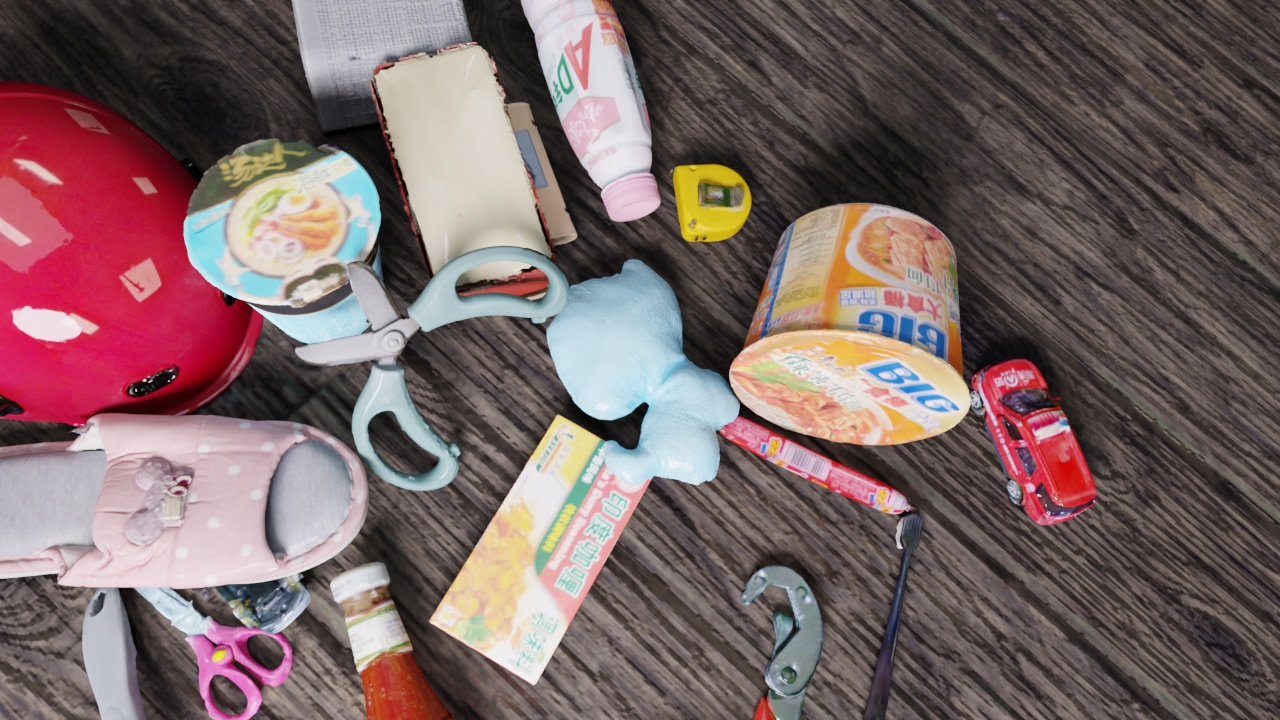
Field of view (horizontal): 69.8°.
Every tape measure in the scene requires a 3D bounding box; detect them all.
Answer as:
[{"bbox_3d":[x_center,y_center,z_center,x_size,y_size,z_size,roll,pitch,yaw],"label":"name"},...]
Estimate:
[{"bbox_3d":[0.054,-0.119,0.684,0.057,0.029,0.060,-4,73,-9],"label":"tape measure"}]

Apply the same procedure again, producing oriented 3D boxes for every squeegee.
[{"bbox_3d":[-0.279,0.236,0.515,0.246,0.039,0.246,-28,70,1],"label":"squeegee"}]

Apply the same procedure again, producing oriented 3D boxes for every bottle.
[{"bbox_3d":[-0.135,0.221,0.540,0.059,0.060,0.206,-20,75,-12],"label":"bottle"},{"bbox_3d":[-0.033,-0.200,0.683,0.068,0.068,0.197,-15,79,-11],"label":"bottle"}]

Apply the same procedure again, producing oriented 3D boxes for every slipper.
[{"bbox_3d":[-0.302,0.082,0.549,0.274,0.054,0.114,-1,59,1],"label":"slipper"}]

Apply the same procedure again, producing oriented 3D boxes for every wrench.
[{"bbox_3d":[0.073,0.265,0.572,0.056,0.016,0.273,11,71,1],"label":"wrench"}]

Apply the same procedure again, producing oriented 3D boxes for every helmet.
[{"bbox_3d":[-0.365,-0.072,0.565,0.240,0.144,0.206,29,70,2],"label":"helmet"}]

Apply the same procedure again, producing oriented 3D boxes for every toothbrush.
[{"bbox_3d":[0.163,0.190,0.608,0.015,0.018,0.180,18,73,-8],"label":"toothbrush"}]

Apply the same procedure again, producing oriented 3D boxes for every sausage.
[{"bbox_3d":[0.119,0.073,0.636,0.156,0.020,0.020,25,71,2],"label":"sausage"}]

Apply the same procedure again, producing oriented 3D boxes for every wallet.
[{"bbox_3d":[-0.106,-0.130,0.674,0.087,0.024,0.115,-16,77,-16],"label":"wallet"}]

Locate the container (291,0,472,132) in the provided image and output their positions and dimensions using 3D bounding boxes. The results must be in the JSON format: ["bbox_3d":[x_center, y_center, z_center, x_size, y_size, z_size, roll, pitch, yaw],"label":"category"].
[{"bbox_3d":[-0.183,-0.229,0.662,0.114,0.090,0.090,-11,74,-13],"label":"container"}]

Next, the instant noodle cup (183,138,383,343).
[{"bbox_3d":[-0.214,-0.063,0.588,0.111,0.121,0.111,2,71,-6],"label":"instant noodle cup"}]

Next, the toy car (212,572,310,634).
[{"bbox_3d":[-0.243,0.131,0.569,0.090,0.034,0.042,34,70,20],"label":"toy car"}]

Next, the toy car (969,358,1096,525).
[{"bbox_3d":[0.279,0.054,0.648,0.053,0.045,0.120,-17,73,-13],"label":"toy car"}]

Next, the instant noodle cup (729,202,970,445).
[{"bbox_3d":[0.143,-0.025,0.609,0.151,0.152,0.111,16,63,-1],"label":"instant noodle cup"}]

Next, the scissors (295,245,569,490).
[{"bbox_3d":[-0.117,0.001,0.576,0.169,0.174,0.019,-23,34,-17],"label":"scissors"}]

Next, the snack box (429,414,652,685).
[{"bbox_3d":[-0.061,0.120,0.596,0.077,0.027,0.155,30,72,2],"label":"snack box"}]

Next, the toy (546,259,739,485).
[{"bbox_3d":[-0.004,0.004,0.624,0.156,0.050,0.161,25,60,-1],"label":"toy"}]

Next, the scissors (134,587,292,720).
[{"bbox_3d":[-0.274,0.160,0.568,0.135,0.017,0.063,41,76,11],"label":"scissors"}]

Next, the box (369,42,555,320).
[{"bbox_3d":[-0.116,-0.123,0.616,0.091,0.080,0.168,-17,80,-10],"label":"box"}]
